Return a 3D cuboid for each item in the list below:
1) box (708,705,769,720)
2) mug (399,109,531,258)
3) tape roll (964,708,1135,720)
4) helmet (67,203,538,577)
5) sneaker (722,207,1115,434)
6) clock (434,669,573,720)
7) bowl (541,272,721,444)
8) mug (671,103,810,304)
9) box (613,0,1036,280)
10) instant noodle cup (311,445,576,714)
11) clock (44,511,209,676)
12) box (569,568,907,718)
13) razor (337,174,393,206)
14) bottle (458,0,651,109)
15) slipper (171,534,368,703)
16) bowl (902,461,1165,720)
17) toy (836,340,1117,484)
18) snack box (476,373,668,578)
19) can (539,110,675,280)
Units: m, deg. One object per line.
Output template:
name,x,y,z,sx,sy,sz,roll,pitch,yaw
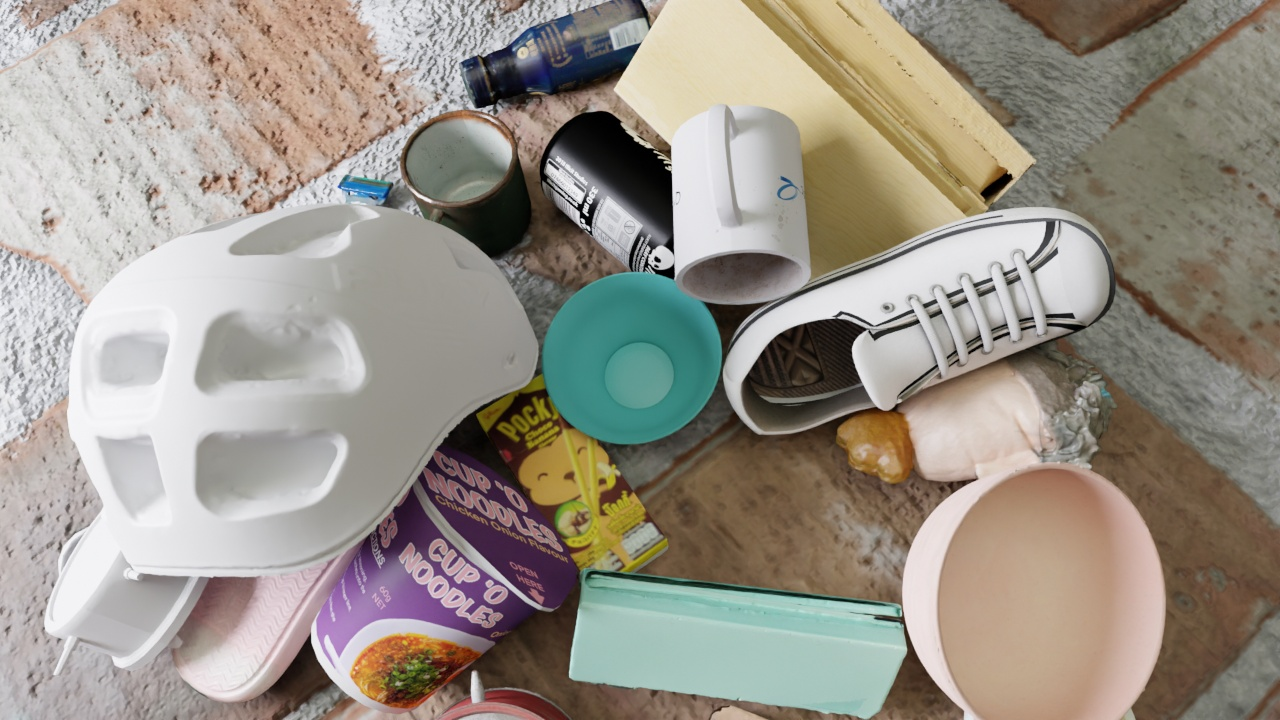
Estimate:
box,0.076,0.316,0.497,0.151,0.043,0.216,20,68,8
mug,-0.132,-0.117,0.684,0.085,0.081,0.110,16,67,11
tape roll,0.240,0.217,0.539,0.094,0.019,0.094,-1,65,3
helmet,-0.185,0.000,0.547,0.225,0.281,0.184,3,102,28
sneaker,0.161,-0.015,0.559,0.246,0.091,0.097,-17,20,20
clock,-0.067,0.259,0.515,0.110,0.062,0.157,-44,81,-7
bowl,-0.004,0.004,0.635,0.121,0.046,0.121,-2,72,7
mug,0.057,-0.101,0.563,0.083,0.119,0.096,-6,71,15
box,0.132,-0.177,0.635,0.248,0.142,0.184,44,82,3
instant noodle cup,-0.121,0.139,0.539,0.122,0.122,0.137,-48,41,7
clock,-0.315,0.121,0.579,0.120,0.061,0.159,-48,34,6
box,0.055,0.147,0.546,0.189,0.078,0.079,7,34,-1
razor,-0.233,-0.080,0.710,0.044,0.018,0.140,12,70,9
bottle,-0.068,-0.251,0.756,0.160,0.056,0.056,-20,65,-6
slipper,-0.218,0.113,0.598,0.107,0.056,0.221,25,71,16
bowl,0.208,0.132,0.518,0.153,0.076,0.153,2,84,-18
toy,0.215,0.043,0.590,0.176,0.076,0.132,-12,28,6
snack box,-0.048,0.081,0.618,0.061,0.026,0.149,-32,67,-12
can,-0.002,-0.114,0.675,0.080,0.080,0.146,-42,69,-15
